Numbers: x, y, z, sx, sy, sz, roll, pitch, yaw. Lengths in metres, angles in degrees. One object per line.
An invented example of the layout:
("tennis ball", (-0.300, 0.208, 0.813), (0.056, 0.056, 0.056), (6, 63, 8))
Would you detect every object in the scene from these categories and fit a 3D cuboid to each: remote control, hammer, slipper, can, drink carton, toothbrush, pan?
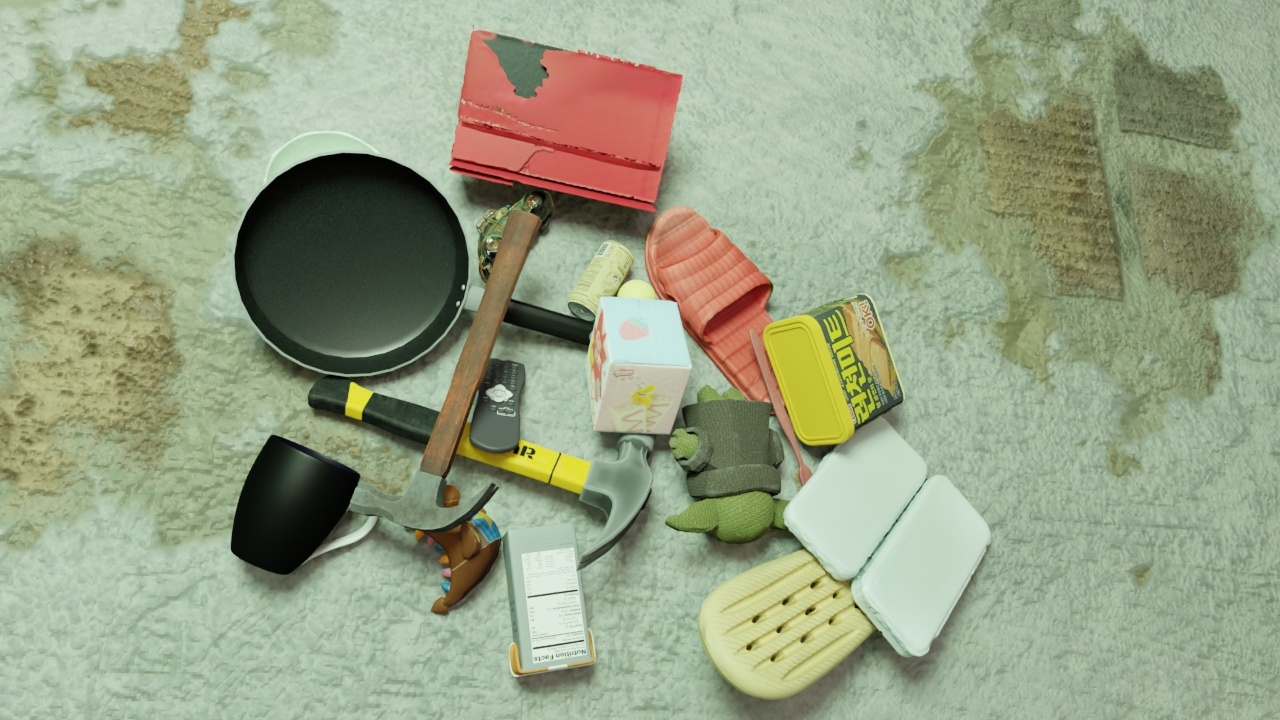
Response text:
("remote control", (-0.133, 0.040, 0.856), (0.046, 0.009, 0.124), (8, 39, -10))
("hammer", (-0.148, 0.004, 0.808), (0.111, 0.028, 0.300), (15, 75, 9))
("slipper", (0.148, 0.240, 0.865), (0.260, 0.079, 0.111), (-14, 69, -38))
("can", (0.199, 0.007, 0.932), (0.100, 0.073, 0.131), (-23, 96, -34))
("hammer", (-0.147, 0.080, 0.841), (0.324, 0.034, 0.169), (19, 43, -1))
("drink carton", (-0.085, 0.214, 0.825), (0.076, 0.049, 0.124), (-4, 74, -16))
("can", (-0.041, -0.081, 0.937), (0.038, 0.038, 0.079), (31, 68, -3))
("toothbrush", (0.142, 0.055, 0.931), (0.015, 0.016, 0.184), (-20, 91, -24))
("slipper", (0.093, -0.057, 0.954), (0.103, 0.059, 0.248), (-31, 84, -22))
("pan", (-0.192, -0.069, 0.862), (0.355, 0.044, 0.204), (16, 101, -25))

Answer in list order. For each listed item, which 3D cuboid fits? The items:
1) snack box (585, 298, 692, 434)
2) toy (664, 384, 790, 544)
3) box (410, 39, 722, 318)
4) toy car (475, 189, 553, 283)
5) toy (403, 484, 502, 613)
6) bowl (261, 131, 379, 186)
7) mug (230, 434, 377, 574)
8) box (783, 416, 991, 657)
("snack box", (-0.005, 0.005, 0.872), (0.079, 0.095, 0.092), (4, 44, -14))
("toy", (0.087, 0.100, 0.889), (0.179, 0.078, 0.152), (6, 75, -37))
("box", (-0.071, -0.164, 0.823), (0.214, 0.138, 0.466), (11, 37, -11))
("toy car", (-0.136, -0.131, 0.925), (0.047, 0.047, 0.111), (32, 71, 18))
("toy", (-0.177, 0.169, 0.825), (0.090, 0.070, 0.103), (33, 90, 11))
("bowl", (-0.298, -0.155, 0.883), (0.117, 0.061, 0.117), (4, 72, -14))
("mug", (-0.288, 0.133, 0.790), (0.118, 0.085, 0.100), (32, 78, -35))
("box", (0.252, 0.162, 0.908), (0.190, 0.038, 0.208), (51, 48, 5))
